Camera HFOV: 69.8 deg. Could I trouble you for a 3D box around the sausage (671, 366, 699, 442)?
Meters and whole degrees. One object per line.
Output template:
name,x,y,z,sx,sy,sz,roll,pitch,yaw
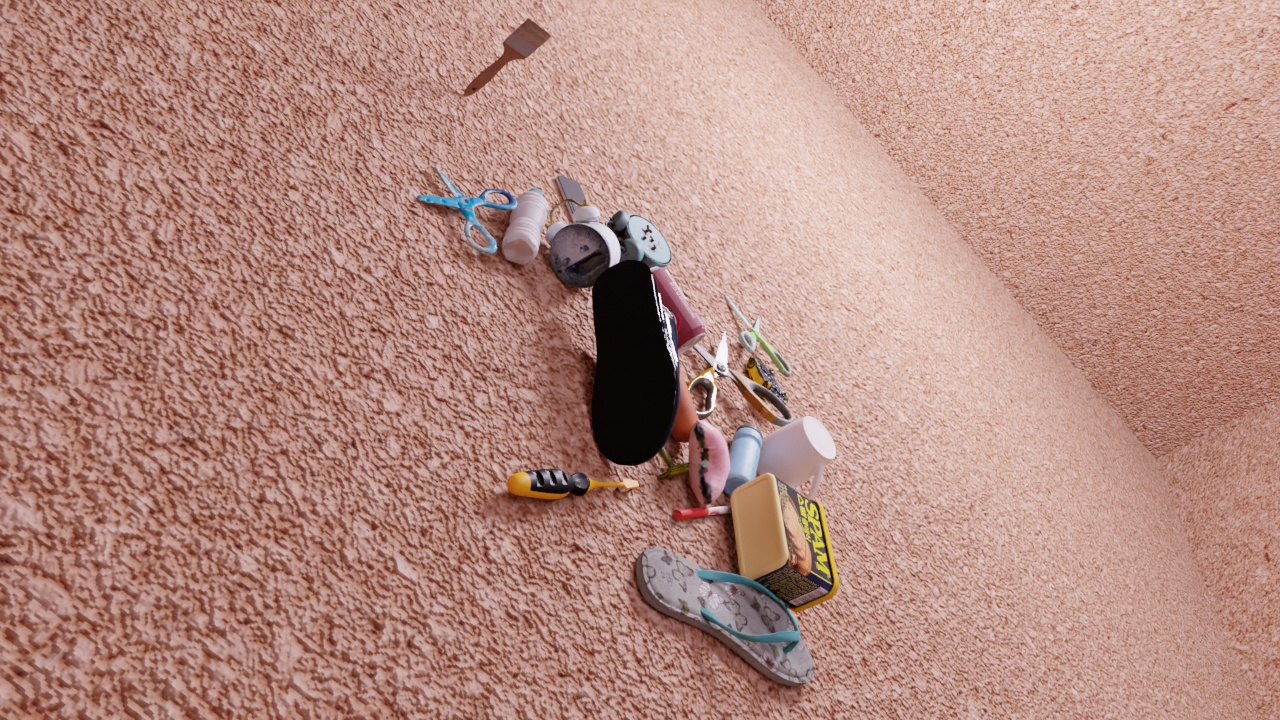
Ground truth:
sausage,0.037,0.029,1.171,0.044,0.039,0.164,78,-6,-60

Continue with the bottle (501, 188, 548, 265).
bottle,-0.141,-0.172,1.142,0.044,0.044,0.136,36,34,-24

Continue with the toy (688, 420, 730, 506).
toy,0.084,0.121,1.119,0.093,0.050,0.102,-5,91,-78

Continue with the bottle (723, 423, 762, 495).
bottle,0.135,0.126,1.200,0.040,0.040,0.129,44,31,-12

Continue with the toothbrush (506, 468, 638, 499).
toothbrush,-0.064,0.128,0.947,0.196,0.031,0.031,10,45,-52

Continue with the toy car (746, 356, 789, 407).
toy car,0.187,0.033,1.375,0.049,0.030,0.106,31,23,-30

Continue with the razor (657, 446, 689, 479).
razor,0.016,0.093,1.098,0.042,0.026,0.106,-7,59,-53

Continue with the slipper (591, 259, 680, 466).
slipper,0.002,0.008,1.086,0.083,0.109,0.265,46,32,-51

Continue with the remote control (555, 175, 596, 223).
remote control,-0.080,-0.199,1.286,0.045,0.008,0.146,9,51,-49

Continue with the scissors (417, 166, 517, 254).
scissors,-0.197,-0.183,1.089,0.134,0.011,0.139,49,42,12

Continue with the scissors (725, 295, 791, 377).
scissors,0.179,-0.042,1.441,0.165,0.024,0.171,-2,48,-54

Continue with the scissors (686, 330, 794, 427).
scissors,0.124,0.032,1.281,0.230,0.016,0.224,33,36,-7

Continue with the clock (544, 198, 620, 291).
clock,-0.075,-0.148,1.164,0.117,0.083,0.057,62,25,-5

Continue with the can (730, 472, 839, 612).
can,0.171,0.217,1.107,0.104,0.075,0.135,35,35,-34

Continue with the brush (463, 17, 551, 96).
brush,-0.185,-0.398,1.221,0.045,0.143,0.008,20,44,-54

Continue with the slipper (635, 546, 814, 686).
slipper,0.108,0.269,1.006,0.268,0.055,0.098,35,32,-23

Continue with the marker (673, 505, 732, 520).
marker,0.087,0.182,1.106,0.142,0.013,0.012,6,53,-51

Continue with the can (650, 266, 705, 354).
can,0.036,-0.067,1.246,0.114,0.063,0.063,56,31,10

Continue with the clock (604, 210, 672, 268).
clock,-0.008,-0.164,1.301,0.124,0.053,0.090,12,48,-47

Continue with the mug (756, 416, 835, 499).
mug,0.216,0.140,1.246,0.080,0.088,0.114,18,44,-43
